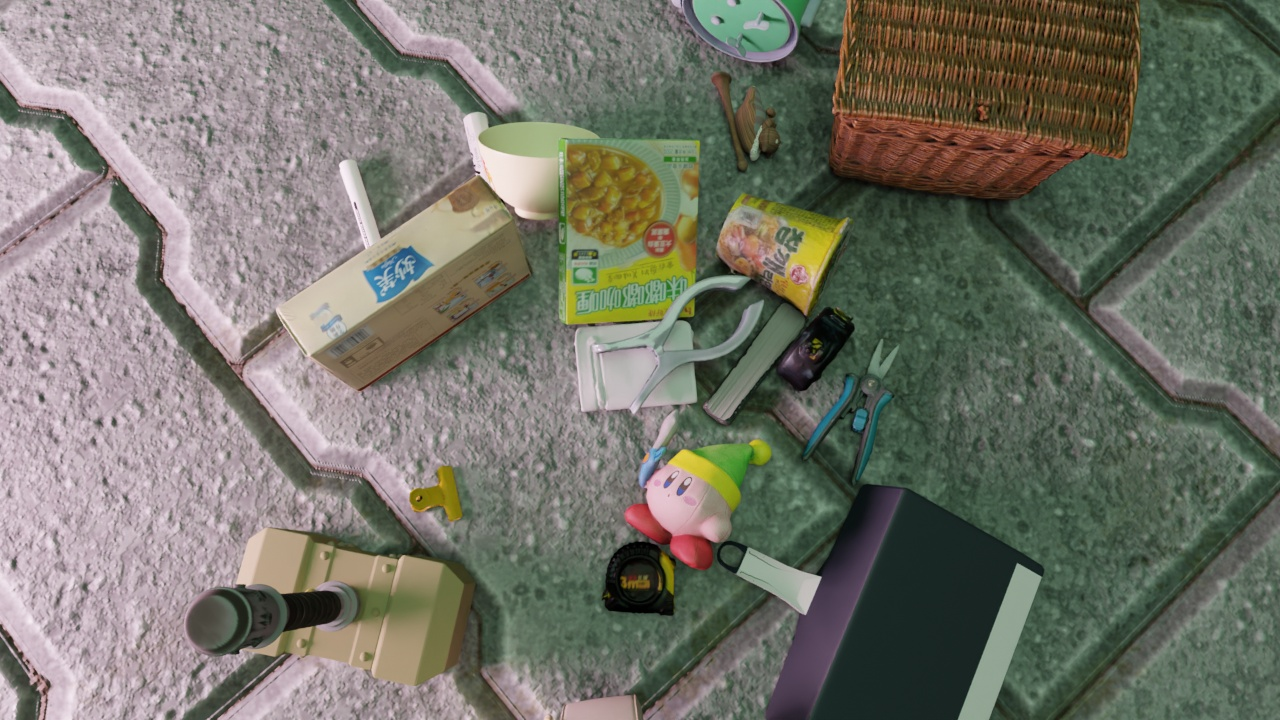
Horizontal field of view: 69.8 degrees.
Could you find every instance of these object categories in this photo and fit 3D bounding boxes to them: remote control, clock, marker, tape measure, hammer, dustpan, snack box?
[{"bbox_3d":[0.112,0.003,0.890,0.033,0.013,0.136,37,78,6],"label":"remote control"},{"bbox_3d":[0.089,-0.364,0.908,0.161,0.122,0.075,26,77,-14],"label":"clock"},{"bbox_3d":[-0.154,-0.189,0.925,0.025,0.025,0.125,-14,78,-3],"label":"marker"},{"bbox_3d":[-0.001,0.197,0.836,0.067,0.038,0.062,1,86,3],"label":"tape measure"},{"bbox_3d":[-0.249,0.187,0.688,0.190,0.325,0.100,11,77,2],"label":"hammer"},{"bbox_3d":[-0.276,-0.139,0.918,0.020,0.017,0.133,-27,77,31],"label":"marker"},{"bbox_3d":[0.198,0.232,0.828,0.273,0.080,0.236,29,78,-15],"label":"dustpan"},{"bbox_3d":[0.162,-0.007,0.864,0.042,0.073,0.071,37,51,5],"label":"tape measure"},{"bbox_3d":[-0.203,-0.064,0.831,0.207,0.153,0.055,-36,79,-8],"label":"snack box"},{"bbox_3d":[-0.010,-0.121,0.855,0.131,0.027,0.168,-5,105,-22],"label":"snack box"}]

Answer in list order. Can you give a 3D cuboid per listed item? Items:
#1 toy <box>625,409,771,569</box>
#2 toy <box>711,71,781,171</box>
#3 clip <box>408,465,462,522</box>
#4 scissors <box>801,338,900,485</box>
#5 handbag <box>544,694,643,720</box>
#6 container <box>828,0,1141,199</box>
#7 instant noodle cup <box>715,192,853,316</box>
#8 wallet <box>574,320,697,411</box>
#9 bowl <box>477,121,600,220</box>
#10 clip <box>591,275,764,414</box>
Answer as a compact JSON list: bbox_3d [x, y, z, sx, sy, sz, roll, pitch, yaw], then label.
[{"bbox_3d":[0.055,0.115,0.846,0.124,0.096,0.131,25,85,45],"label":"toy"},{"bbox_3d":[0.110,-0.246,0.932,0.055,0.041,0.102,-15,86,19],"label":"toy"},{"bbox_3d":[-0.193,0.127,0.853,0.046,0.035,0.053,-13,79,-11],"label":"clip"},{"bbox_3d":[0.207,0.052,0.877,0.122,0.019,0.149,-11,72,1],"label":"scissors"},{"bbox_3d":[-0.013,0.371,0.708,0.103,0.211,0.208,-7,85,-3],"label":"handbag"},{"bbox_3d":[0.297,-0.247,0.858,0.250,0.183,0.162,9,78,3],"label":"container"},{"bbox_3d":[0.135,-0.109,0.878,0.108,0.102,0.102,26,78,14],"label":"instant noodle cup"},{"bbox_3d":[-0.005,0.005,0.882,0.116,0.032,0.086,-1,86,-5],"label":"wallet"},{"bbox_3d":[-0.098,-0.179,0.893,0.118,0.117,0.074,4,120,1],"label":"bowl"},{"bbox_3d":[0.049,-0.009,0.857,0.163,0.028,0.108,-29,89,-6],"label":"clip"}]
